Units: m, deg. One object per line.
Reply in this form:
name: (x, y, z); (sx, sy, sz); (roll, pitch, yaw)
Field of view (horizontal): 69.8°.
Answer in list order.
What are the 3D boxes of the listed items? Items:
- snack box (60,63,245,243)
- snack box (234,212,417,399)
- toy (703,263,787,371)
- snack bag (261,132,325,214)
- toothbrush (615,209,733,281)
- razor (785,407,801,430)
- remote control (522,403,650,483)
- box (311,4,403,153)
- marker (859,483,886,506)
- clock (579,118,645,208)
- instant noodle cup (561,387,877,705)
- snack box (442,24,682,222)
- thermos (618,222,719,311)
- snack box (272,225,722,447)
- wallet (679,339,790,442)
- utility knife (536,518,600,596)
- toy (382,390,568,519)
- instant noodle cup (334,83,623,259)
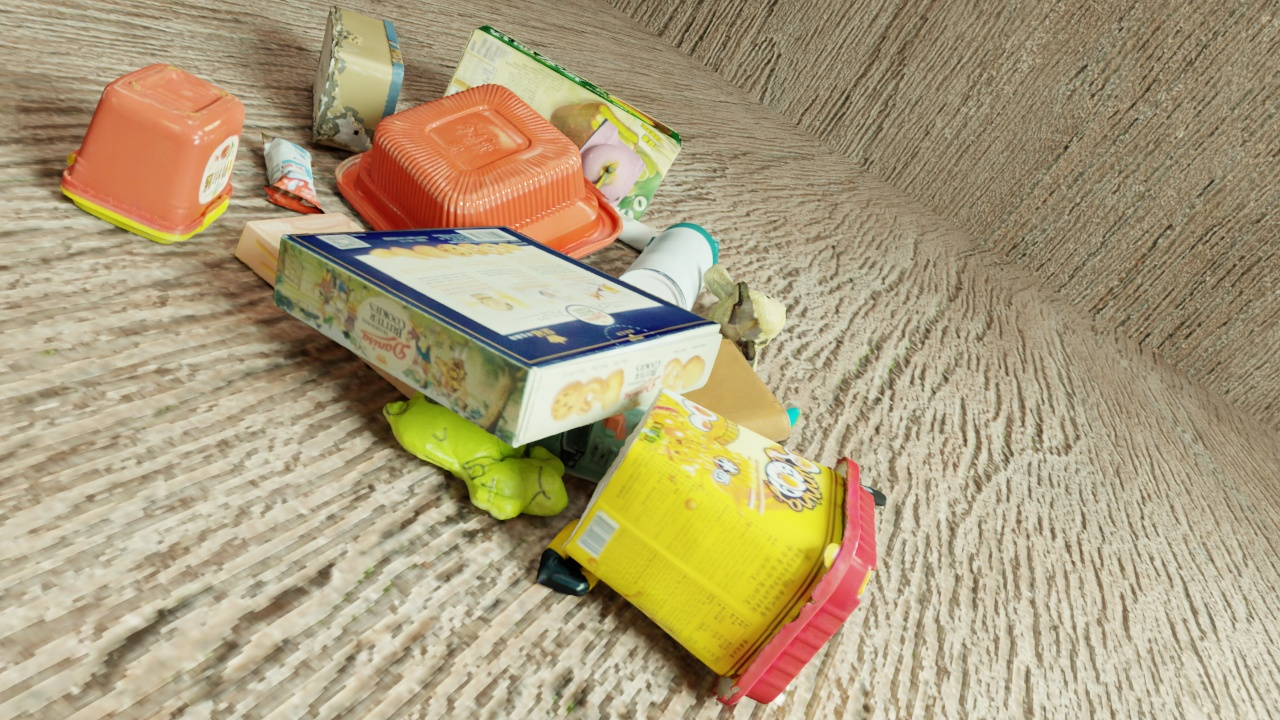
snack box: (-0.283, -0.126, 0.542); (0.082, 0.080, 0.091); (24, 25, -14)
snack box: (-0.166, -0.037, 0.575); (0.157, 0.026, 0.084); (36, 24, 13)
toy: (0.090, -0.036, 0.804); (0.066, 0.105, 0.157); (-11, 4, 3)
snack bag: (-0.253, -0.135, 0.666); (0.048, 0.026, 0.104); (29, 21, -35)
toothbrush: (-0.002, -0.129, 0.953); (0.221, 0.026, 0.026); (27, 50, -9)
razor: (0.082, 0.053, 0.687); (0.043, 0.028, 0.132); (31, 26, 32)
remote control: (0.002, 0.051, 0.527); (0.135, 0.056, 0.019); (19, 20, 5)
box: (-0.254, -0.252, 0.817); (0.063, 0.090, 0.184); (12, 30, -24)
marker: (0.143, 0.090, 0.706); (0.123, 0.015, 0.018); (22, 29, -24)
clock: (-0.049, -0.155, 0.842); (0.060, 0.117, 0.158); (40, 20, -10)
instant noodle cup: (0.038, 0.085, 0.461); (0.123, 0.116, 0.116); (32, 24, 0)
snack box: (-0.086, -0.240, 0.962); (0.240, 0.115, 0.063); (27, 23, -9)
thermos: (0.024, -0.078, 0.837); (0.073, 0.073, 0.223); (31, 23, 0)
snack box: (-0.075, -0.026, 0.519); (0.182, 0.046, 0.177); (27, 22, 27)
wallet: (0.018, 0.026, 0.610); (0.131, 0.031, 0.107); (-10, 42, -23)
utility knife: (-0.008, 0.087, 0.531); (0.033, 0.015, 0.189); (38, 24, 10)
toy: (-0.086, 0.047, 0.498); (0.096, 0.031, 0.100); (5, 39, -45)
instant noodle cup: (-0.123, -0.139, 0.692); (0.164, 0.079, 0.189); (-31, 60, -30)
